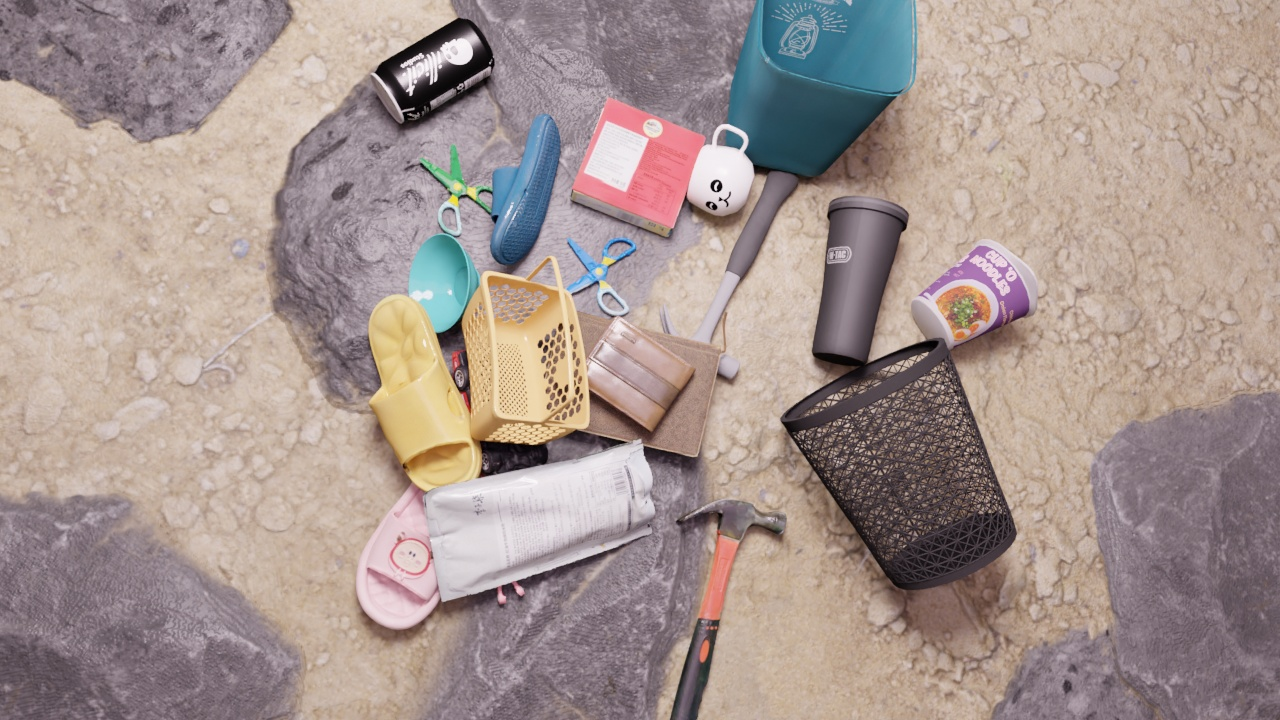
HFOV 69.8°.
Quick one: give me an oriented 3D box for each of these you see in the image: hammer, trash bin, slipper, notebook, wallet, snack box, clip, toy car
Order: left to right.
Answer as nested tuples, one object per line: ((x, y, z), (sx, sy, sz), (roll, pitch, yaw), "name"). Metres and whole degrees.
((-0.271, 0.038, 1.076), (0.100, 0.078, 0.263), (-29, 69, 19), "slipper")
((-0.258, 0.205, 1.084), (0.107, 0.056, 0.221), (26, 75, -1), "slipper")
((-0.173, 0.072, 1.115), (0.081, 0.056, 0.189), (-5, 71, -40), "toy car")
((-0.167, 0.268, 1.105), (0.058, 0.023, 0.050), (41, 75, -5), "clip")
((-0.151, -0.217, 1.170), (0.059, 0.104, 0.213), (11, 69, 15), "slipper")
((-0.008, 0.017, 1.123), (0.121, 0.027, 0.098), (35, 83, 0), "wallet")
((-0.008, 0.009, 1.154), (0.215, 0.034, 0.190), (15, 87, -3), "notebook")
((-0.003, -0.257, 1.223), (0.142, 0.040, 0.144), (21, 76, -4), "snack box")
((0.080, 0.333, 1.125), (0.133, 0.033, 0.332), (16, 78, -7), "hammer")
((0.130, -0.134, 1.225), (0.125, 0.030, 0.310), (28, 76, -3), "hammer")
((0.213, -0.365, 1.174), (0.196, 0.219, 0.198), (11, 67, -7), "trash bin")
((0.325, 0.130, 1.119), (0.216, 0.217, 0.243), (-28, 91, -13), "trash bin")

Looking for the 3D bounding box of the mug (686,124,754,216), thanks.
((0.111, -0.249, 1.199), (0.076, 0.124, 0.090), (18, 42, 6), "mug")

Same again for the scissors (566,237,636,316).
((-0.052, -0.113, 1.203), (0.125, 0.013, 0.129), (-32, 83, -14), "scissors")

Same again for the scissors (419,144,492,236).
((-0.244, -0.218, 1.193), (0.129, 0.012, 0.116), (36, 76, -1), "scissors")

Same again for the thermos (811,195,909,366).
((0.283, -0.107, 1.210), (0.106, 0.106, 0.218), (14, 82, -6), "thermos")

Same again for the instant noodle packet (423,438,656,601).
((-0.115, 0.183, 1.085), (0.268, 0.057, 0.147), (-12, 111, -19), "instant noodle packet")

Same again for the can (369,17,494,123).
((-0.267, -0.374, 1.184), (0.146, 0.080, 0.080), (-36, 86, -14), "can")

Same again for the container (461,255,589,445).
((-0.122, -0.007, 1.047), (0.129, 0.167, 0.183), (9, 59, -34), "container")

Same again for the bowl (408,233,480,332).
((-0.233, -0.094, 1.139), (0.046, 0.121, 0.121), (3, 75, -49), "bowl")

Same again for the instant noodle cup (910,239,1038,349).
((0.437, -0.078, 1.216), (0.122, 0.137, 0.122), (-32, 94, -4), "instant noodle cup")
